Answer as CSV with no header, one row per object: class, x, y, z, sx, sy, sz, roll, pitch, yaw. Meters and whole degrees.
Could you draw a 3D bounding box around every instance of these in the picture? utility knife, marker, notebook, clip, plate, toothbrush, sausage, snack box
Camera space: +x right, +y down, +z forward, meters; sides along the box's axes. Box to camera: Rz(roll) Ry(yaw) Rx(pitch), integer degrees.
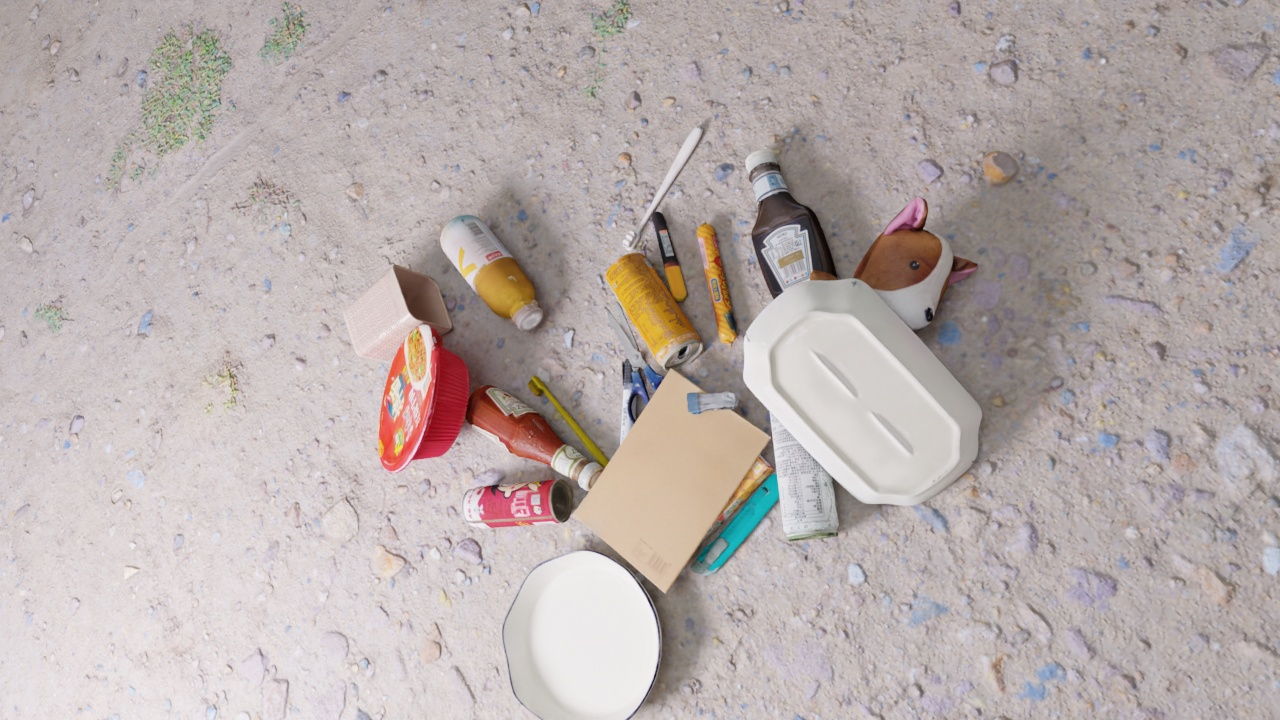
utility knife,0.110,0.186,1.026,0.029,0.012,0.151,43,99,25
marker,-0.015,0.062,1.113,0.023,0.018,0.130,-8,74,45
notebook,0.032,0.134,1.046,0.149,0.012,0.211,35,94,29
marker,0.034,-0.129,1.130,0.018,0.015,0.123,-9,70,-15
clip,0.081,0.047,1.027,0.058,0.045,0.027,-4,72,15
plate,0.221,0.040,0.912,0.162,0.034,0.265,-41,98,18
toothbrush,-0.083,0.087,1.142,0.017,0.015,0.190,-50,63,14
sausage,0.091,-0.092,1.090,0.021,0.021,0.165,-18,72,22
toothbrush,0.028,-0.218,1.151,0.016,0.016,0.180,34,95,26
plate,-0.064,0.326,1.065,0.205,0.045,0.204,-5,77,24
snack box,0.071,0.151,1.045,0.156,0.027,0.077,-48,62,10

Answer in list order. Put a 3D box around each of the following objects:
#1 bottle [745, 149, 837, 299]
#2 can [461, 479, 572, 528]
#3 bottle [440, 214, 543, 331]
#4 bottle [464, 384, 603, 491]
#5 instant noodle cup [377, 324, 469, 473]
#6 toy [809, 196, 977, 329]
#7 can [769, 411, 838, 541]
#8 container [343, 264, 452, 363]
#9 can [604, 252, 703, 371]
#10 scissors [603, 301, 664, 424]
bottle,0.165,-0.153,1.055,0.080,0.044,0.194,-23,69,20
can,-0.154,0.178,1.136,0.133,0.053,0.053,-8,75,25
bottle,-0.194,-0.114,1.210,0.068,0.068,0.189,-46,64,11
bottle,-0.132,0.098,1.140,0.206,0.059,0.060,29,93,28
instant noodle cup,-0.276,0.054,1.187,0.194,0.065,0.193,-30,53,50
toy,0.248,-0.062,0.952,0.200,0.140,0.130,-43,37,8
can,0.175,0.117,0.983,0.058,0.058,0.146,-12,74,24
container,-0.336,-0.058,1.260,0.111,0.089,0.090,-33,67,21
can,0.015,-0.060,1.100,0.058,0.058,0.146,-39,65,14
scissors,0.007,0.001,1.104,0.125,0.012,0.173,1,79,12
